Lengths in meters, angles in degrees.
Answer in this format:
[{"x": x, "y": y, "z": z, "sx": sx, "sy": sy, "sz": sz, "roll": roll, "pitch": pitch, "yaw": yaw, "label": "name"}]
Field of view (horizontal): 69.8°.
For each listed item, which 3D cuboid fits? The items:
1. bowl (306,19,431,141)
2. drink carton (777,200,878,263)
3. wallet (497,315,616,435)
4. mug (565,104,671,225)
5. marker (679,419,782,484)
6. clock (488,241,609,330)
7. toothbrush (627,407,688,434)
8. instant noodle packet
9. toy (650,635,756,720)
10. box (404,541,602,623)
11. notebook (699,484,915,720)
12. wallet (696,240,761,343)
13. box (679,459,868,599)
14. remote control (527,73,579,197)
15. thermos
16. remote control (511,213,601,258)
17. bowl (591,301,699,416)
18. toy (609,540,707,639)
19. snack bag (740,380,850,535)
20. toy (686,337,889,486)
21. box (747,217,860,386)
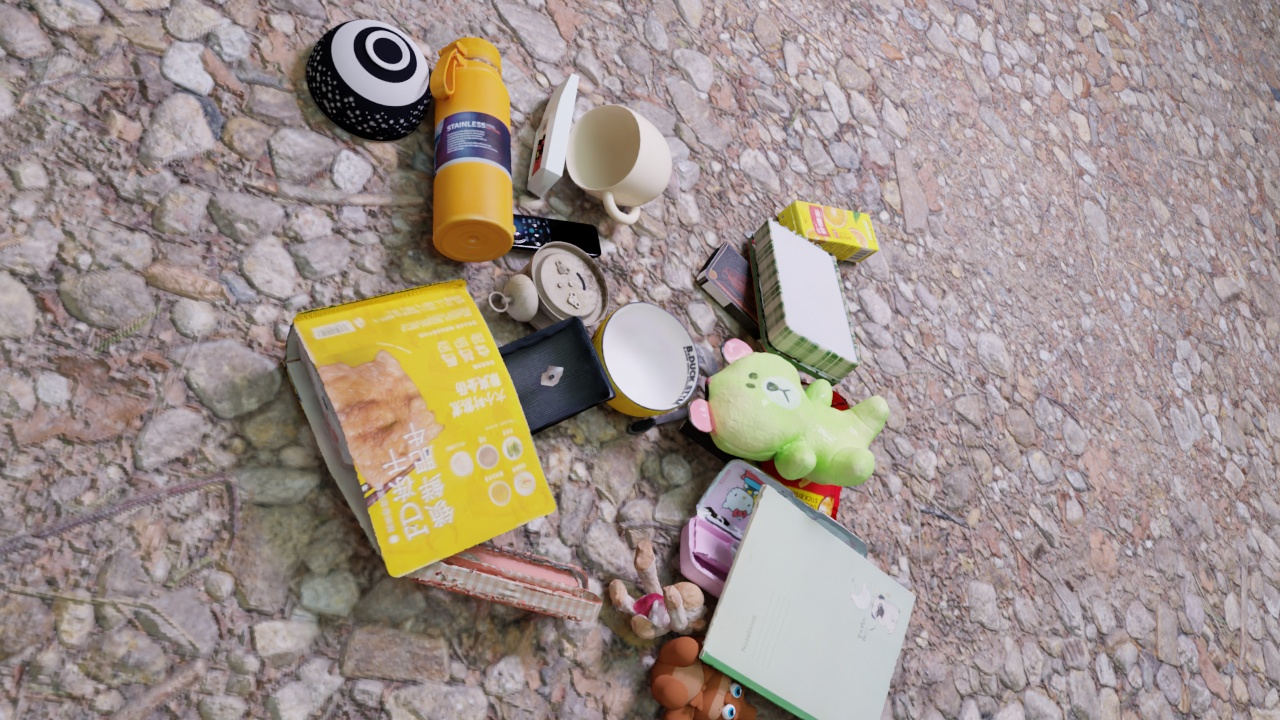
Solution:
[{"x": -0.256, "y": -0.282, "z": 0.892, "sx": 0.120, "sy": 0.067, "sz": 0.120, "roll": 13, "pitch": 64, "yaw": -29, "label": "bowl"}, {"x": 0.244, "y": -0.167, "z": 1.198, "sx": 0.134, "sy": 0.043, "sz": 0.058, "roll": 3, "pitch": 66, "yaw": -34, "label": "drink carton"}, {"x": -0.092, "y": 0.018, "z": 0.874, "sx": 0.115, "sy": 0.026, "sz": 0.089, "roll": -23, "pitch": 87, "yaw": -3, "label": "wallet"}, {"x": -0.016, "y": -0.206, "z": 1.002, "sx": 0.099, "sy": 0.096, "sz": 0.120, "roll": 13, "pitch": 75, "yaw": -61, "label": "mug"}, {"x": 0.094, "y": 0.105, "z": 0.979, "sx": 0.124, "sy": 0.017, "sz": 0.021, "roll": 35, "pitch": 98, "yaw": 4, "label": "marker"}, {"x": -0.096, "y": -0.065, "z": 0.919, "sx": 0.140, "sy": 0.055, "sz": 0.093, "roll": -14, "pitch": 78, "yaw": -44, "label": "clock"}, {"x": 0.053, "y": 0.056, "z": 0.997, "sx": 0.167, "sy": 0.013, "sz": 0.013, "roll": -13, "pitch": 78, "yaw": -39, "label": "toothbrush"}, {"x": -0.183, "y": 0.056, "z": 0.777, "sx": 0.162, "sy": 0.084, "sz": 0.221, "roll": -17, "pitch": 74, "yaw": -39, "label": "instant noodle packet"}, {"x": 0.064, "y": 0.314, "z": 0.866, "sx": 0.127, "sy": 0.065, "sz": 0.094, "roll": 35, "pitch": 64, "yaw": -24, "label": "toy"}, {"x": -0.121, "y": 0.187, "z": 0.798, "sx": 0.186, "sy": 0.083, "sz": 0.041, "roll": 23, "pitch": 90, "yaw": -27, "label": "box"}, {"x": 0.177, "y": 0.264, "z": 0.920, "sx": 0.252, "sy": 0.010, "sz": 0.181, "roll": 38, "pitch": 63, "yaw": -25, "label": "notebook"}, {"x": 0.126, "y": -0.079, "z": 1.095, "sx": 0.123, "sy": 0.020, "sz": 0.072, "roll": 44, "pitch": 52, "yaw": -11, "label": "wallet"}, {"x": 0.135, "y": 0.209, "z": 0.956, "sx": 0.201, "sy": 0.077, "sz": 0.146, "roll": 35, "pitch": 59, "yaw": -18, "label": "box"}, {"x": -0.097, "y": -0.245, "z": 0.994, "sx": 0.024, "sy": 0.050, "sz": 0.143, "roll": 20, "pitch": 61, "yaw": -25, "label": "remote control"}, {"x": -0.166, "y": -0.218, "z": 0.905, "sx": 0.076, "sy": 0.092, "sz": 0.232, "roll": -3, "pitch": 65, "yaw": -4, "label": "thermos"}, {"x": -0.111, "y": -0.130, "z": 0.957, "sx": 0.151, "sy": 0.020, "sz": 0.041, "roll": 3, "pitch": 65, "yaw": -32, "label": "remote control"}, {"x": -0.006, "y": 0.005, "z": 0.941, "sx": 0.117, "sy": 0.068, "sz": 0.117, "roll": 13, "pitch": 64, "yaw": -29, "label": "bowl"}, {"x": 0.030, "y": 0.232, "z": 0.866, "sx": 0.106, "sy": 0.085, "sz": 0.074, "roll": 37, "pitch": 88, "yaw": -36, "label": "toy"}, {"x": 0.182, "y": 0.136, "z": 1.037, "sx": 0.139, "sy": 0.067, "sz": 0.207, "roll": 33, "pitch": 65, "yaw": -25, "label": "snack bag"}, {"x": 0.151, "y": 0.065, "z": 0.961, "sx": 0.197, "sy": 0.107, "sz": 0.149, "roll": 22, "pitch": 48, "yaw": 7, "label": "toy"}, {"x": 0.187, "y": -0.072, "z": 1.077, "sx": 0.117, "sy": 0.051, "sz": 0.205, "roll": 23, "pitch": 40, "yaw": -24, "label": "box"}]
